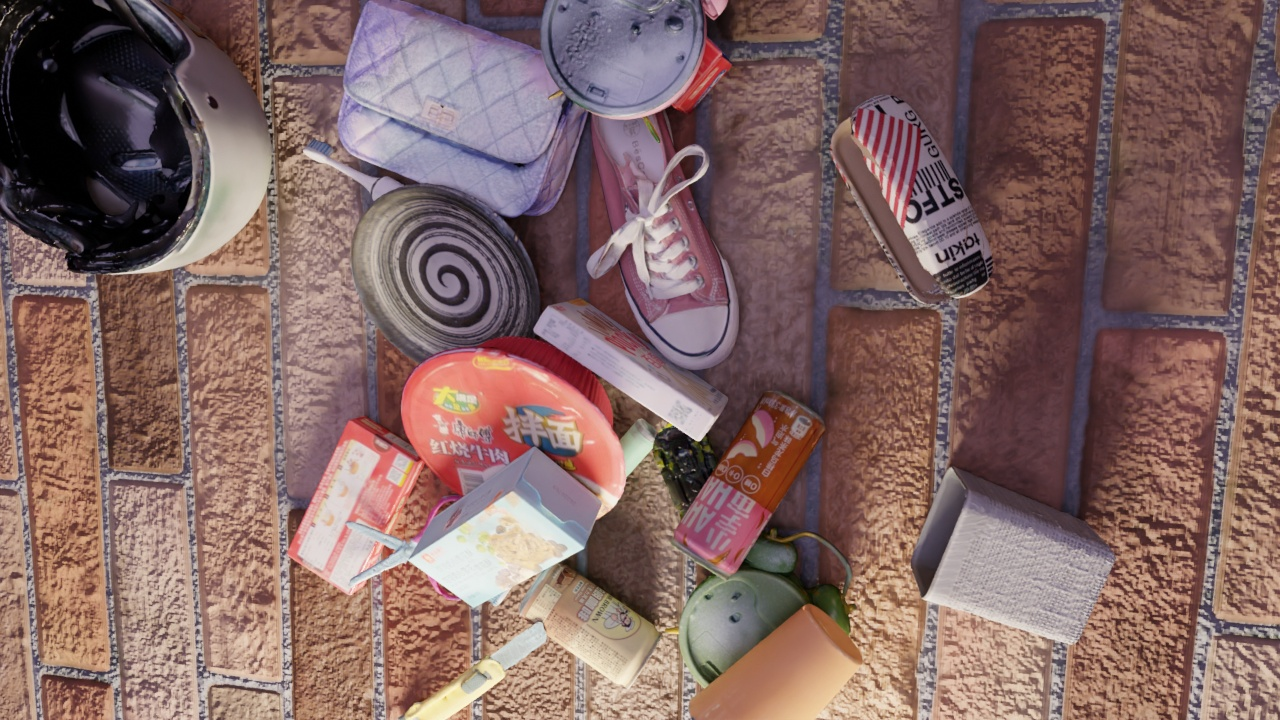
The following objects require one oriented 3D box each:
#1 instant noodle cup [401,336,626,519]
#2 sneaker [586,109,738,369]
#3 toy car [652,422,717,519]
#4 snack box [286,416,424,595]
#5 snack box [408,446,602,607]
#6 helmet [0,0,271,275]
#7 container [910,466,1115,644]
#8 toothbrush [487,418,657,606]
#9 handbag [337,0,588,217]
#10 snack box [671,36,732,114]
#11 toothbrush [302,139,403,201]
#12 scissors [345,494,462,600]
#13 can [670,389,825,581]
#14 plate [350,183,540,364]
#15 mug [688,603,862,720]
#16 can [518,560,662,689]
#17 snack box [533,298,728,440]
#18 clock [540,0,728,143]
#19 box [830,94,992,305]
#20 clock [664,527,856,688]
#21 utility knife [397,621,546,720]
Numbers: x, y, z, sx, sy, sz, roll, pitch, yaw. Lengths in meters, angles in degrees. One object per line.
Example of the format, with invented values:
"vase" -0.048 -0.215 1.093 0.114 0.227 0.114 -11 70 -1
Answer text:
"instant noodle cup" -0.095 0.050 0.749 0.194 0.065 0.194 11 131 13
"sneaker" 0.011 -0.105 0.720 0.118 0.087 0.241 -16 92 14
"toy car" 0.046 0.099 0.768 0.048 0.032 0.105 -21 104 9
"snack box" -0.262 0.134 0.847 0.075 0.025 0.153 30 103 8
"snack box" -0.114 0.141 0.754 0.074 0.051 0.175 41 132 -16
"helmet" -0.419 -0.195 0.774 0.274 0.156 0.230 38 106 17
"container" 0.278 0.148 0.693 0.114 0.090 0.090 20 101 7
"toothbrush" -0.062 0.138 0.801 0.027 0.026 0.225 39 105 -9
"handbag" -0.145 -0.204 0.750 0.194 0.075 0.134 21 103 9
"snack box" -0.021 -0.285 0.720 0.207 0.057 0.058 45 107 4
"toothbrush" -0.202 -0.135 0.798 0.221 0.027 0.026 30 64 8
"scissors" -0.202 0.177 0.831 0.133 0.017 0.130 -30 102 -1
"can" 0.085 0.097 0.724 0.058 0.058 0.147 33 84 7
"plate" -0.162 -0.067 0.779 0.179 0.024 0.180 10 123 16
"mug" 0.106 0.248 0.696 0.078 0.078 0.123 44 99 4
"can" -0.043 0.226 0.791 0.116 0.058 0.058 33 103 7
"snack box" -0.004 0.004 0.740 0.157 0.084 0.027 34 104 6
"clock" -0.001 -0.248 0.659 0.117 0.059 0.158 24 101 8
"box" 0.204 -0.119 0.700 0.075 0.083 0.163 -31 88 -22
"clock" 0.104 0.209 0.756 0.116 0.056 0.161 44 104 3
"utility knife" -0.151 0.287 0.826 0.031 0.022 0.221 44 115 -9
